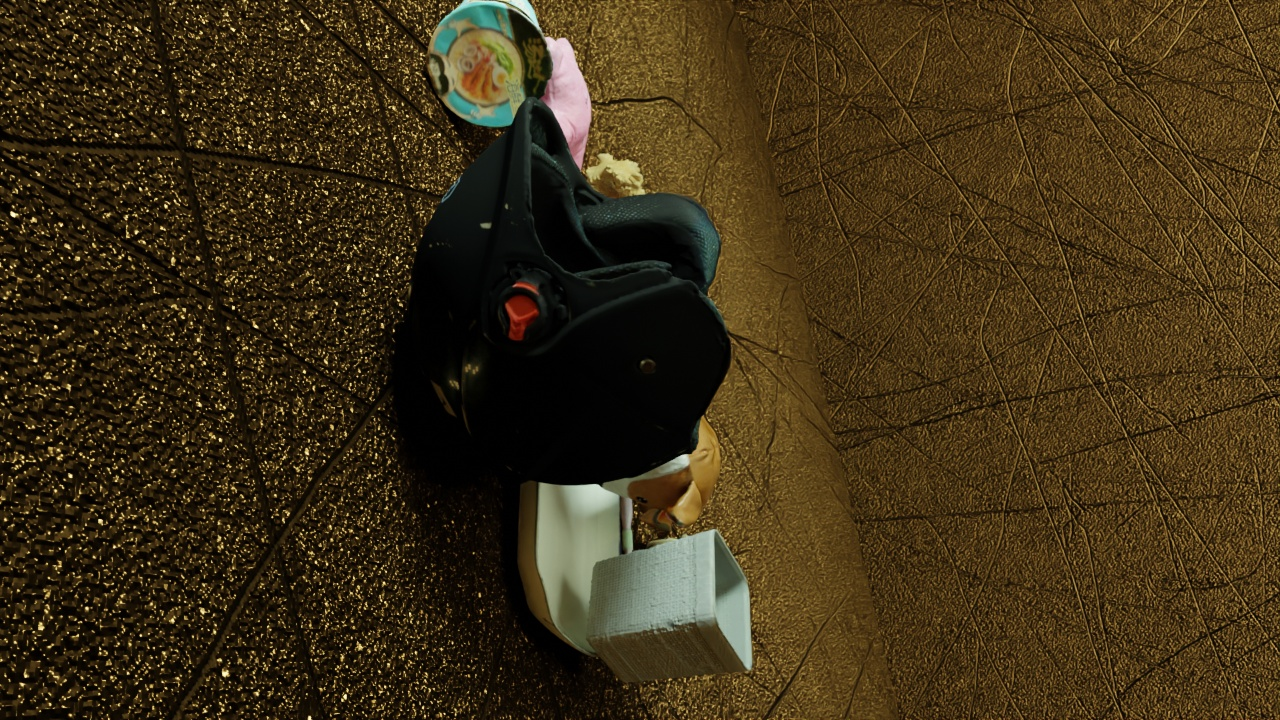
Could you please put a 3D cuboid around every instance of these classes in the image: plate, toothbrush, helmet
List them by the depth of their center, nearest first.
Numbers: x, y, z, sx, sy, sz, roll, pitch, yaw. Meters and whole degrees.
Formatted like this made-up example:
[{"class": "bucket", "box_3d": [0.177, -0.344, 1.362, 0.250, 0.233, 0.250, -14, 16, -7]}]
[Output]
[{"class": "helmet", "box_3d": [-0.054, -0.037, 0.661, 0.275, 0.230, 0.233, 58, 13, -18]}, {"class": "plate", "box_3d": [-0.065, 0.127, 0.809, 0.162, 0.034, 0.265, 53, 27, -49]}, {"class": "toothbrush", "box_3d": [-0.013, 0.149, 0.979, 0.021, 0.029, 0.188, 14, 53, -27]}]

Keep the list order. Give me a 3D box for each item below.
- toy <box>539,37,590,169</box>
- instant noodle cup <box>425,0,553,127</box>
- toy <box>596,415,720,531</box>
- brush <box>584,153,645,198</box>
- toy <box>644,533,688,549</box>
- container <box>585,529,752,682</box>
[{"class": "toy", "box_3d": [-0.089, -0.259, 0.999, 0.194, 0.074, 0.179, -88, 179, -73]}, {"class": "instant noodle cup", "box_3d": [-0.137, -0.292, 0.849, 0.120, 0.111, 0.111, -98, 163, -52]}, {"class": "toy", "box_3d": [0.018, 0.089, 0.850, 0.199, 0.130, 0.140, 157, -84, -85]}, {"class": "brush", "box_3d": [-0.012, -0.139, 1.172, 0.045, 0.083, 0.255, -35, 119, -47]}, {"class": "toy", "box_3d": [0.031, 0.221, 0.953, 0.066, 0.105, 0.157, 33, 0, 2]}, {"class": "container", "box_3d": [0.023, 0.207, 0.755, 0.090, 0.114, 0.090, -86, 154, -47]}]
